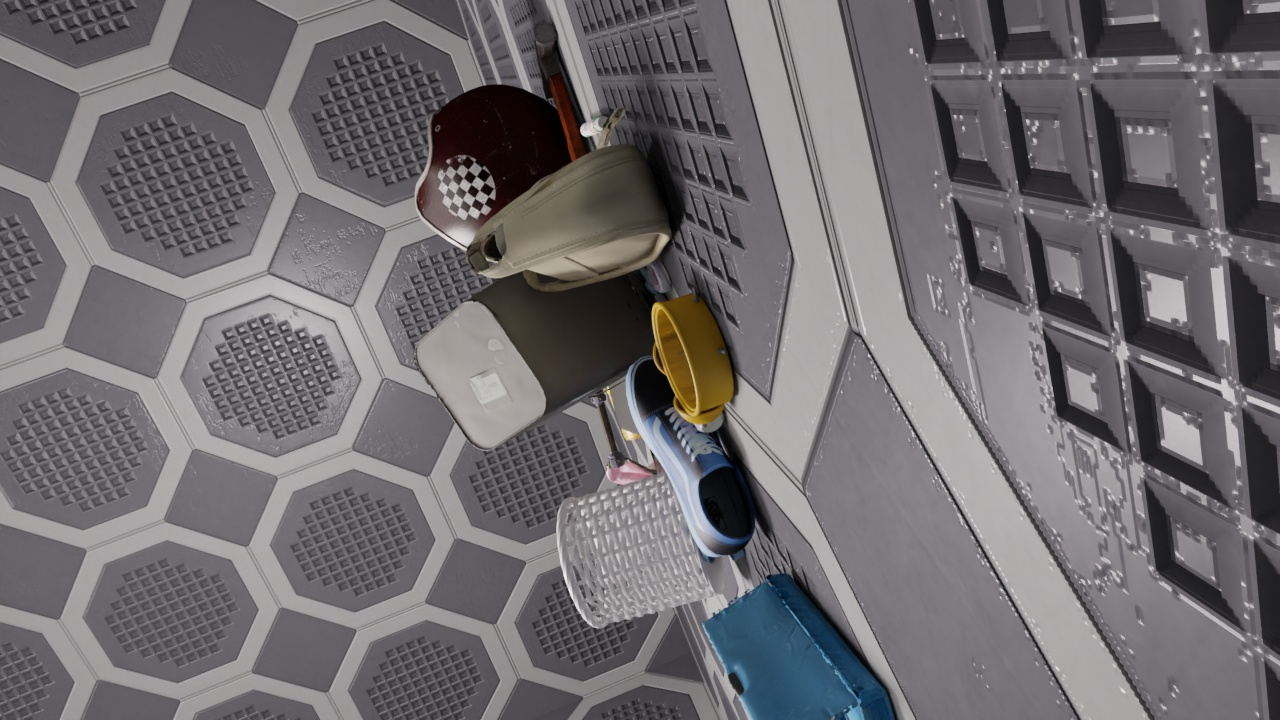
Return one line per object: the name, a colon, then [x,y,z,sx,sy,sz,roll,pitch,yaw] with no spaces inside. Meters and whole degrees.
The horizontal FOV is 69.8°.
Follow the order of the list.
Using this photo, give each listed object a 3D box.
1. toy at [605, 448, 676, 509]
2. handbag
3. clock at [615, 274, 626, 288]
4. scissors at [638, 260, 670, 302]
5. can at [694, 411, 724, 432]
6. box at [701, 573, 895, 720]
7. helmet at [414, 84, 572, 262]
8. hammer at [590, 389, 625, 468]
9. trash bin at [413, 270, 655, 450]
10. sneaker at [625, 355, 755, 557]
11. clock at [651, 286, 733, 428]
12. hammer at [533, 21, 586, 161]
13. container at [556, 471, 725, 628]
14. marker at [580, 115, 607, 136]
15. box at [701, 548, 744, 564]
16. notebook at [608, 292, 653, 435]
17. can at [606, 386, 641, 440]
toy: [0.036,0.209,1.517,0.105,0.131,0.205,45,167,35]
handbag: [-0.067,-0.142,0.888,0.229,0.184,0.132,7,-116,-79]
clock: [-0.066,-0.133,1.301,0.122,0.045,0.159,59,165,-6]
scissors: [0.014,-0.096,1.053,0.179,0.016,0.108,-114,5,-58]
can: [0.059,0.035,0.988,0.032,0.032,0.095,76,171,-48]
box: [0.134,0.290,0.827,0.231,0.110,0.094,-132,23,-74]
helmet: [-0.200,-0.257,1.283,0.234,0.254,0.232,44,-150,11]
hammer: [-0.074,0.003,1.310,0.147,0.028,0.317,179,74,-74]
trash bin: [-0.123,-0.020,1.093,0.197,0.198,0.219,56,-141,-1]
sneaker: [0.064,0.092,0.999,0.241,0.083,0.098,65,155,14]
clock: [0.049,0.000,0.883,0.152,0.052,0.113,93,156,-64]
hammer: [-0.078,-0.258,1.152,0.111,0.028,0.300,160,93,-85]
container: [0.003,0.263,1.299,0.189,0.187,0.189,-17,-91,-78]
marker: [-0.051,-0.262,1.027,0.145,0.017,0.017,-133,23,-75]
box: [0.077,0.174,1.163,0.069,0.064,0.210,-114,7,-55]
notebook: [-0.007,0.007,1.227,0.170,0.029,0.209,11,123,58]
can: [-0.012,0.083,1.612,0.067,0.067,0.105,-149,38,-80]
